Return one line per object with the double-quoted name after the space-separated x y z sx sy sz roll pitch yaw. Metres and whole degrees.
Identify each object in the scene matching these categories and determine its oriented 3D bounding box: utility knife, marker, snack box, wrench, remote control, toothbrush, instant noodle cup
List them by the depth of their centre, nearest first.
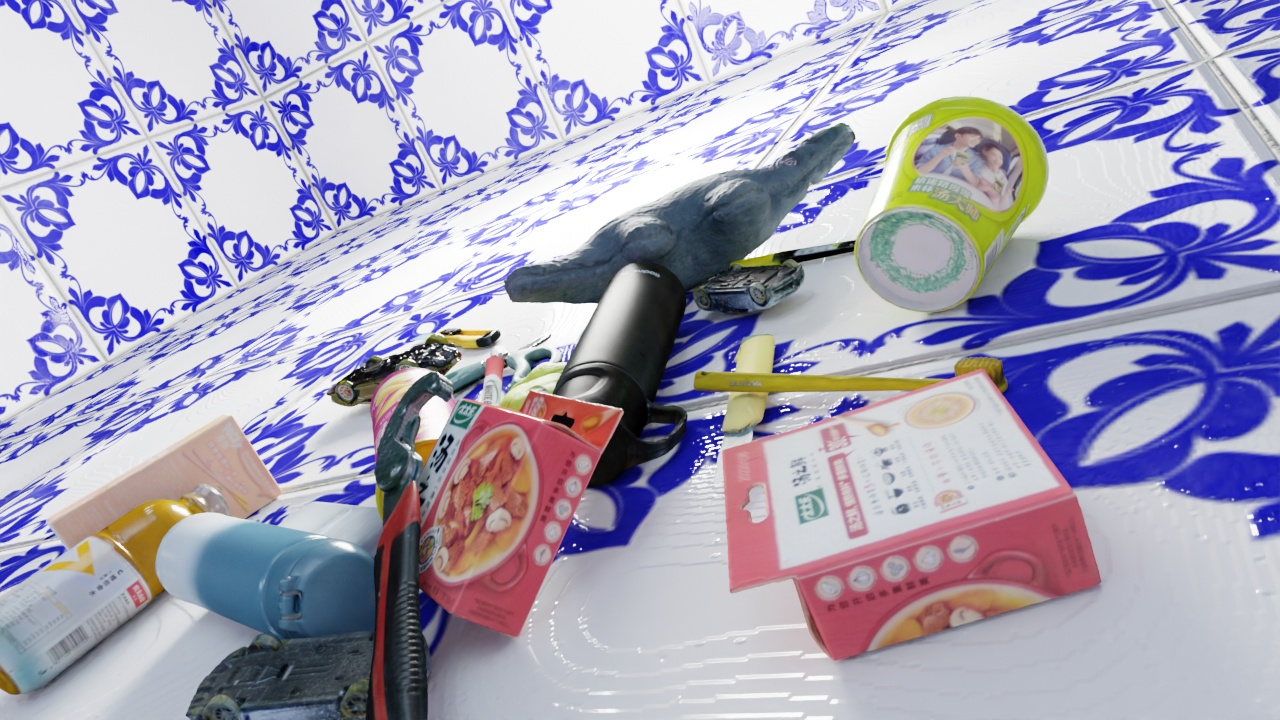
0.102 0.062 0.382 0.127 0.044 0.113 -19 20 12 "snack box"
-0.118 0.102 0.460 0.056 0.016 0.273 -39 35 20 "wrench"
-0.079 0.068 0.498 0.113 0.044 0.127 6 68 57 "snack box"
0.111 0.009 0.526 0.190 0.016 0.015 -1 25 38 "toothbrush"
0.065 0.021 0.576 0.031 0.021 0.204 -22 13 20 "utility knife"
0.198 -0.097 0.608 0.112 0.112 0.123 -7 33 42 "instant noodle cup"
-0.219 0.124 0.646 0.136 0.020 0.055 -5 26 45 "remote control"
-0.119 0.036 0.733 0.017 0.017 0.145 -22 28 6 "marker"
-0.392 0.121 0.766 0.156 0.084 0.026 -38 20 -34 "snack box"
0.134 -0.089 0.793 0.124 0.015 0.018 -8 27 33 "marker"
-0.219 -0.027 1.054 0.033 0.015 0.216 -33 20 -31 "utility knife"

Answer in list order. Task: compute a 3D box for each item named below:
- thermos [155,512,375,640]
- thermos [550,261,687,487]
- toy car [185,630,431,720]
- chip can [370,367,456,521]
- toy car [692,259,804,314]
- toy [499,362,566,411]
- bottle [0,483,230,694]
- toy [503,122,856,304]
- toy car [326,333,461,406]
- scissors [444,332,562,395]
-0.232 0.135 0.572 0.221 0.070 0.070 -3 28 45 "thermos"
-0.004 0.004 0.655 0.090 0.068 0.242 10 27 4 "thermos"
-0.162 0.162 0.456 0.121 0.037 0.054 -11 20 8 "toy car"
-0.157 0.060 0.660 0.071 0.071 0.210 -28 19 -10 "chip can"
0.088 -0.056 0.733 0.048 0.031 0.106 -36 21 -29 "toy car"
-0.076 0.027 0.714 0.097 0.031 0.099 -9 20 38 "toy"
-0.397 0.162 0.688 0.068 0.068 0.189 -9 25 39 "bottle"
0.040 -0.117 0.831 0.355 0.091 0.138 -27 -12 -14 "toy"
-0.255 0.015 0.945 0.158 0.042 0.070 -13 22 28 "toy car"
-0.141 0.019 0.834 0.171 0.019 0.170 -30 19 -18 "scissors"
